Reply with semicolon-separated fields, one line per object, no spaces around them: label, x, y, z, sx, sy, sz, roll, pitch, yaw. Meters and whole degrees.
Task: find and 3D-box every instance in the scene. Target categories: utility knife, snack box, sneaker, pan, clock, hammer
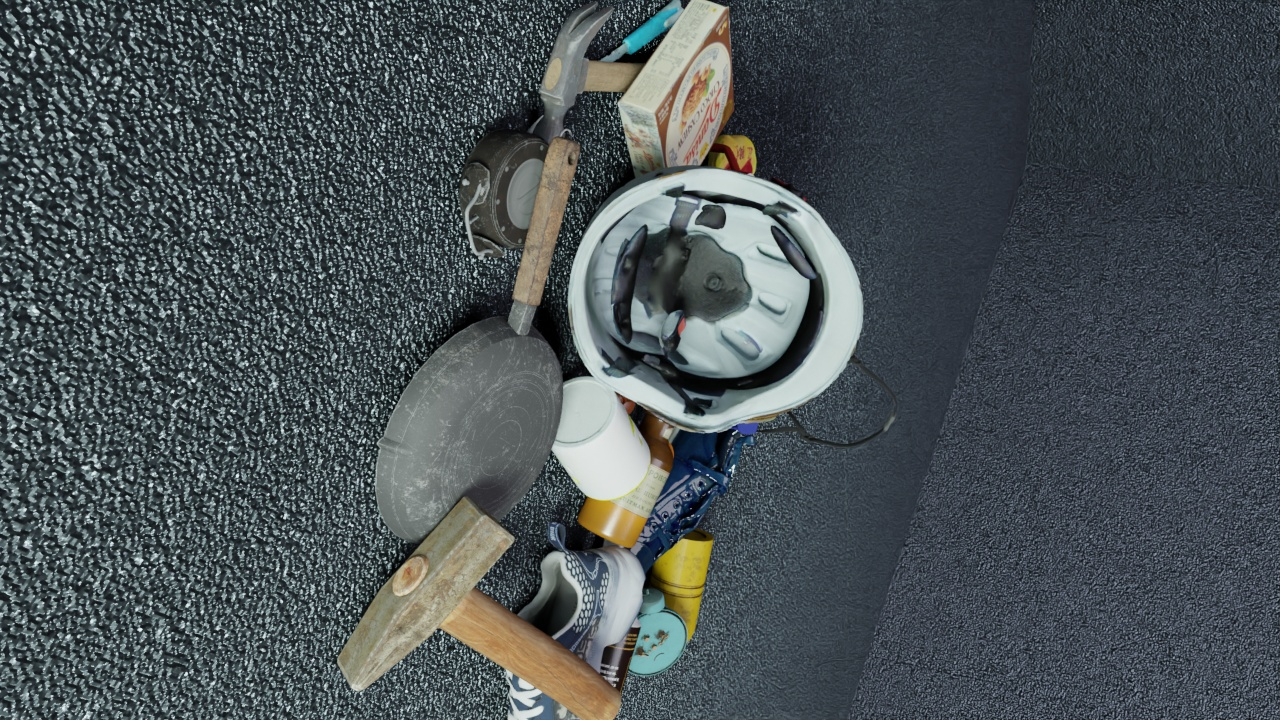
utility knife;-0.001;-0.307;0.869;0.157;0.015;0.022;-48;150;-40
snack box;0.040;-0.247;0.896;0.143;0.041;0.147;-59;160;-20
sneaker;0.057;0.156;1.075;0.293;0.127;0.121;-57;148;-29
pan;-0.102;-0.007;0.734;0.207;0.040;0.357;-3;115;-60
sneaker;-0.096;0.298;0.906;0.132;0.103;0.269;36;69;-45
clock;0.001;0.318;1.092;0.090;0.053;0.124;-37;116;-9
clock;-0.107;-0.132;0.718;0.122;0.044;0.091;-46;145;-38
hammer;0.006;-0.267;0.874;0.330;0.031;0.119;-26;137;-58
hammer;-0.106;0.253;0.785;0.157;0.037;0.301;-48;132;-9

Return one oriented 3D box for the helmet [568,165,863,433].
helmet;0.065;-0.067;0.869;0.163;0.264;0.237;-96;-158;-71

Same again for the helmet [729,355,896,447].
helmet;0.161;0.025;1.015;0.240;0.228;0.148;-34;154;-45

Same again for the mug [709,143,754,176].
mug;0.073;-0.176;0.978;0.080;0.097;0.116;26;79;-62

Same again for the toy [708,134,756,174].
toy;0.110;-0.198;1.082;0.105;0.067;0.137;-39;127;-44

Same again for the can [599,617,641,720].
can;-0.049;0.336;1.011;0.072;0.072;0.128;28;78;-62

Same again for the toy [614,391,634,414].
toy;-0.006;0.006;0.971;0.127;0.065;0.095;-49;137;-26

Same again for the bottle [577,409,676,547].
bottle;-0.004;0.115;0.975;0.157;0.068;0.068;-64;151;-5

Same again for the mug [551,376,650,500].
mug;-0.044;0.077;0.892;0.082;0.083;0.106;-63;149;-25

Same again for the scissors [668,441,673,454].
scissors;0.011;0.078;1.047;0.012;0.084;0.133;15;62;-33

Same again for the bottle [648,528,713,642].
bottle;0.044;0.298;1.170;0.071;0.071;0.164;2;100;-62
